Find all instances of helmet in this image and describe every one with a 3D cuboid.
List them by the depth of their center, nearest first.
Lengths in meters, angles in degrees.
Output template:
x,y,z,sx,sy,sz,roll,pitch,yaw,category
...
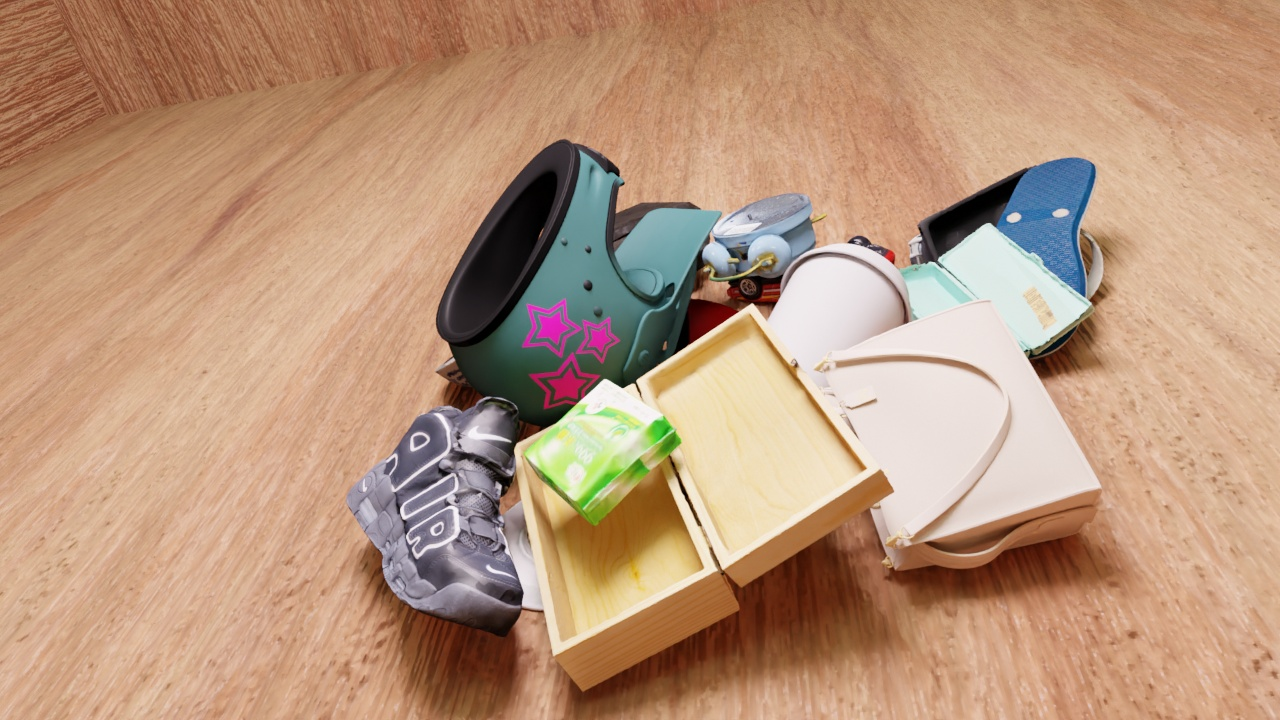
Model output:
x,y,z,sx,sy,sz,roll,pitch,yaw,category
-0.049,-0.064,0.867,0.177,0.200,0.274,16,75,54,helmet

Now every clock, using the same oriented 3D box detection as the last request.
x,y,z,sx,sy,sz,roll,pitch,yaw,category
0.134,-0.135,1.039,0.118,0.060,0.161,1,32,46,clock

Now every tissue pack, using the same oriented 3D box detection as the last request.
x,y,z,sx,sy,sz,roll,pitch,yaw,category
-0.030,0.066,0.704,0.099,0.034,0.114,-42,31,-12,tissue pack

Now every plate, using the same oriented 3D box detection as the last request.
x,y,z,sx,sy,sz,roll,pitch,yaw,category
-0.058,0.145,0.763,0.157,0.014,0.156,-9,31,5,plate

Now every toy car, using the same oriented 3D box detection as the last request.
x,y,z,sx,sy,sz,roll,pitch,yaw,category
0.383,-0.143,1.047,0.191,0.094,0.071,-28,4,-23,toy car
0.191,-0.098,1.049,0.190,0.056,0.081,1,30,40,toy car

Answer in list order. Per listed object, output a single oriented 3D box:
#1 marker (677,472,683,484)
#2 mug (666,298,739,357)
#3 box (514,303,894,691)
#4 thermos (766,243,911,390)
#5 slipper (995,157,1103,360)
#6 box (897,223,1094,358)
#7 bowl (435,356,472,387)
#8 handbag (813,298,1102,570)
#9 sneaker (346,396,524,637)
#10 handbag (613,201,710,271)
x,y,z,sx,sy,sz,roll,pitch,yaw,category
0.019,0.078,0.847,0.018,0.015,0.134,-37,33,-3,marker
0.077,-0.019,0.947,0.088,0.087,0.114,1,0,-13,mug
0.027,0.085,0.698,0.253,0.068,0.246,-36,32,7,box
0.154,-0.001,0.840,0.132,0.132,0.221,11,44,33,thermos
0.415,-0.100,0.955,0.118,0.060,0.294,-1,48,38,slipper
0.331,-0.060,0.899,0.139,0.052,0.186,-22,36,2,box
-0.148,-0.013,0.997,0.151,0.057,0.150,-36,11,8,bowl
0.203,0.065,0.692,0.198,0.101,0.194,-16,54,1,handbag
-0.131,0.104,0.713,0.253,0.097,0.151,28,87,55,sneaker
-0.005,-0.120,1.107,0.197,0.102,0.200,-26,17,-23,handbag
